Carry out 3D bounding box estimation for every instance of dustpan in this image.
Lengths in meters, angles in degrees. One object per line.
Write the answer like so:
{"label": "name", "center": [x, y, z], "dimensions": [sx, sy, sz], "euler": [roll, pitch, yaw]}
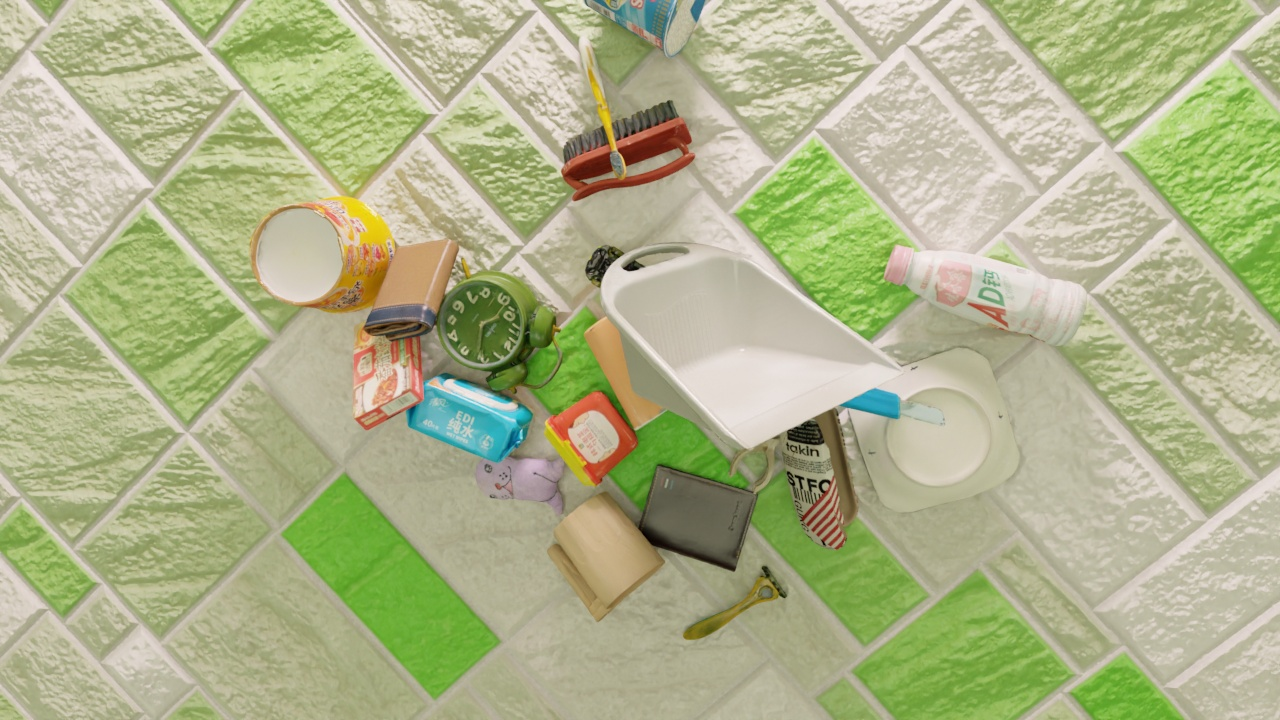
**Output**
{"label": "dustpan", "center": [0.086, -0.039, 0.915], "dimensions": [0.222, 0.258, 0.143], "euler": [-21, 110, -33]}

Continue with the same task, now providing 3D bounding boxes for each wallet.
{"label": "wallet", "center": [0.064, 0.180, 1.054], "dimensions": [0.122, 0.020, 0.096], "euler": [17, 99, 2]}
{"label": "wallet", "center": [-0.253, -0.080, 1.017], "dimensions": [0.090, 0.033, 0.115], "euler": [-6, 57, 27]}

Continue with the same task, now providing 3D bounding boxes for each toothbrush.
{"label": "toothbrush", "center": [-0.042, -0.272, 0.971], "dimensions": [0.016, 0.018, 0.191], "euler": [-18, 67, 8]}

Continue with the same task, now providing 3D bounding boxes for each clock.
{"label": "clock", "center": [-0.160, -0.032, 1.035], "dimensions": [0.161, 0.056, 0.116], "euler": [36, 101, 1]}

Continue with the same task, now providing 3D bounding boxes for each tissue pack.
{"label": "tissue pack", "center": [-0.191, 0.061, 1.033], "dimensions": [0.140, 0.090, 0.063], "euler": [22, 99, 4]}

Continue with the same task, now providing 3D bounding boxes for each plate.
{"label": "plate", "center": [0.322, 0.081, 1.002], "dimensions": [0.164, 0.034, 0.164], "euler": [-20, 95, 9]}

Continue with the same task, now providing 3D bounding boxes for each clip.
{"label": "clip", "center": [0.127, 0.094, 1.028], "dimensions": [0.083, 0.034, 0.104], "euler": [17, 94, 4]}

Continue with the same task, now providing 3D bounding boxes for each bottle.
{"label": "bottle", "center": [0.358, -0.075, 0.964], "dimensions": [0.197, 0.068, 0.068], "euler": [19, 99, 8]}

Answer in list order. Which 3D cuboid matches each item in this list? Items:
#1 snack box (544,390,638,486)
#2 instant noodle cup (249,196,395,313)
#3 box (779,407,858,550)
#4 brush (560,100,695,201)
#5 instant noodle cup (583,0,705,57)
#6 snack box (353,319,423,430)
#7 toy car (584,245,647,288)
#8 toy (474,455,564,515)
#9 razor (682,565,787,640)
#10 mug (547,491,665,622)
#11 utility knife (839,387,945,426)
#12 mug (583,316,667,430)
{"label": "snack box", "center": [-0.053, 0.085, 1.027], "dimensions": [0.080, 0.082, 0.091], "euler": [-37, 92, 0]}
{"label": "instant noodle cup", "center": [-0.357, -0.117, 1.022], "dimensions": [0.138, 0.109, 0.138], "euler": [1, 97, 6]}
{"label": "box", "center": [0.200, 0.119, 1.003], "dimensions": [0.076, 0.087, 0.163], "euler": [3, 118, 49]}
{"label": "brush", "center": [-0.017, -0.221, 0.991], "dimensions": [0.146, 0.063, 0.069], "euler": [-18, 81, 10]}
{"label": "instant noodle cup", "center": [0.002, -0.384, 0.958], "dimensions": [0.110, 0.099, 0.099], "euler": [27, 99, 10]}
{"label": "snack box", "center": [-0.281, 0.002, 1.017], "dimensions": [0.075, 0.152, 0.025], "euler": [-26, 134, 9]}
{"label": "toy car", "center": [-0.011, -0.089, 1.023], "dimensions": [0.105, 0.032, 0.048], "euler": [30, 99, -9]}
{"label": "toy", "center": [-0.139, 0.140, 1.064], "dimensions": [0.108, 0.038, 0.084], "euler": [4, 119, 5]}
{"label": "razor", "center": [0.103, 0.289, 1.060], "dimensions": [0.133, 0.028, 0.043], "euler": [-34, 95, 12]}
{"label": "mug", "center": [-0.046, 0.224, 1.039], "dimensions": [0.103, 0.084, 0.125], "euler": [50, 127, 15]}
{"label": "utility knife", "center": [0.234, 0.039, 0.994], "dimensions": [0.191, 0.018, 0.034], "euler": [15, 93, 19]}
{"label": "mug", "center": [-0.006, 0.006, 1.015], "dimensions": [0.078, 0.078, 0.122], "euler": [-34, 86, 9]}
